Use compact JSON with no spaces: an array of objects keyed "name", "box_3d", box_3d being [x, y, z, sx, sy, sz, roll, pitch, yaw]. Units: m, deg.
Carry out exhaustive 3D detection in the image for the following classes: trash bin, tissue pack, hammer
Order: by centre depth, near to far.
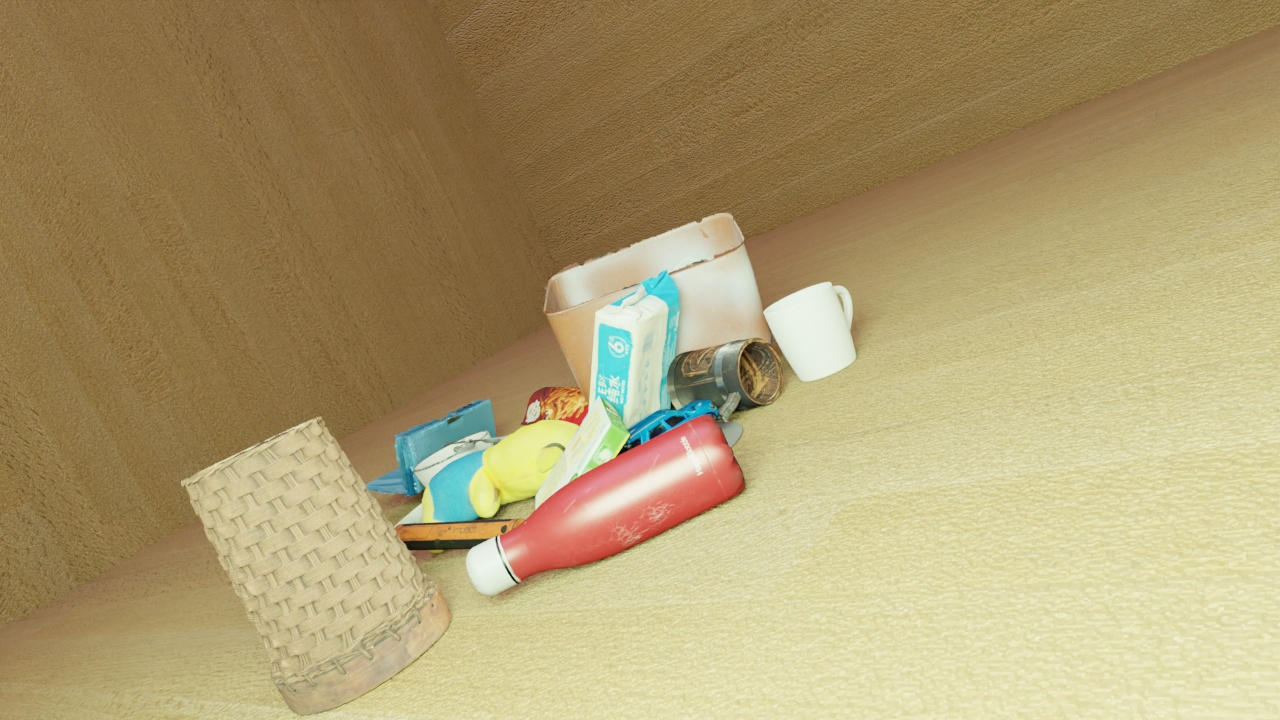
[{"name":"trash bin","box_3d":[-0.274,0.164,0.774,0.151,0.210,0.151,-25,8,3]},{"name":"hammer","box_3d":[-0.245,0.200,0.981,0.315,0.035,0.137,-9,49,36]},{"name":"tissue pack","box_3d":[-0.006,0.006,1.044,0.066,0.210,0.116,18,29,23]},{"name":"trash bin","box_3d":[0.023,-0.061,1.178,0.260,0.157,0.181,-19,22,5]}]

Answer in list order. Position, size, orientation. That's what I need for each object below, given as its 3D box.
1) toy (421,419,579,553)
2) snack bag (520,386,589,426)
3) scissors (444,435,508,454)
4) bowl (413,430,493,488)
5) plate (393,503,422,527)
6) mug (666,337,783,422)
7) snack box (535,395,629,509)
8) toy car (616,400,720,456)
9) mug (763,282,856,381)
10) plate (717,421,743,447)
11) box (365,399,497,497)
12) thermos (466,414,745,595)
[{"name":"toy","box_3d":[-0.154,0.131,1.073,0.214,0.084,0.148,-27,10,8]},{"name":"snack bag","box_3d":[-0.054,0.071,1.222,0.208,0.067,0.138,4,27,45]},{"name":"scissors","box_3d":[-0.223,0.107,1.161,0.142,0.014,0.146,-10,1,30]},{"name":"bowl","box_3d":[-0.250,0.152,1.280,0.116,0.065,0.116,-25,8,4]},{"name":"plate","box_3d":[-0.271,0.196,1.155,0.104,0.026,0.104,-40,-2,-2]},{"name":"mug","box_3d":[0.086,0.032,1.018,0.107,0.080,0.115,-14,31,48]},{"name":"snack box","box_3d":[-0.062,0.107,0.916,0.132,0.027,0.168,-58,8,2]},{"name":"toy car","box_3d":[0.026,0.073,0.929,0.120,0.043,0.056,-29,9,-23]},{"name":"mug","box_3d":[0.204,-0.038,1.029,0.114,0.087,0.081,-31,10,-32]},{"name":"plate","box_3d":[0.023,0.102,0.961,0.178,0.012,0.178,-25,8,4]},{"name":"box","box_3d":[-0.327,0.130,1.414,0.112,0.094,0.231,-2,11,22]},{"name":"thermos","box_3d":[-0.033,0.127,0.761,0.240,0.073,0.073,-26,8,-1]}]
